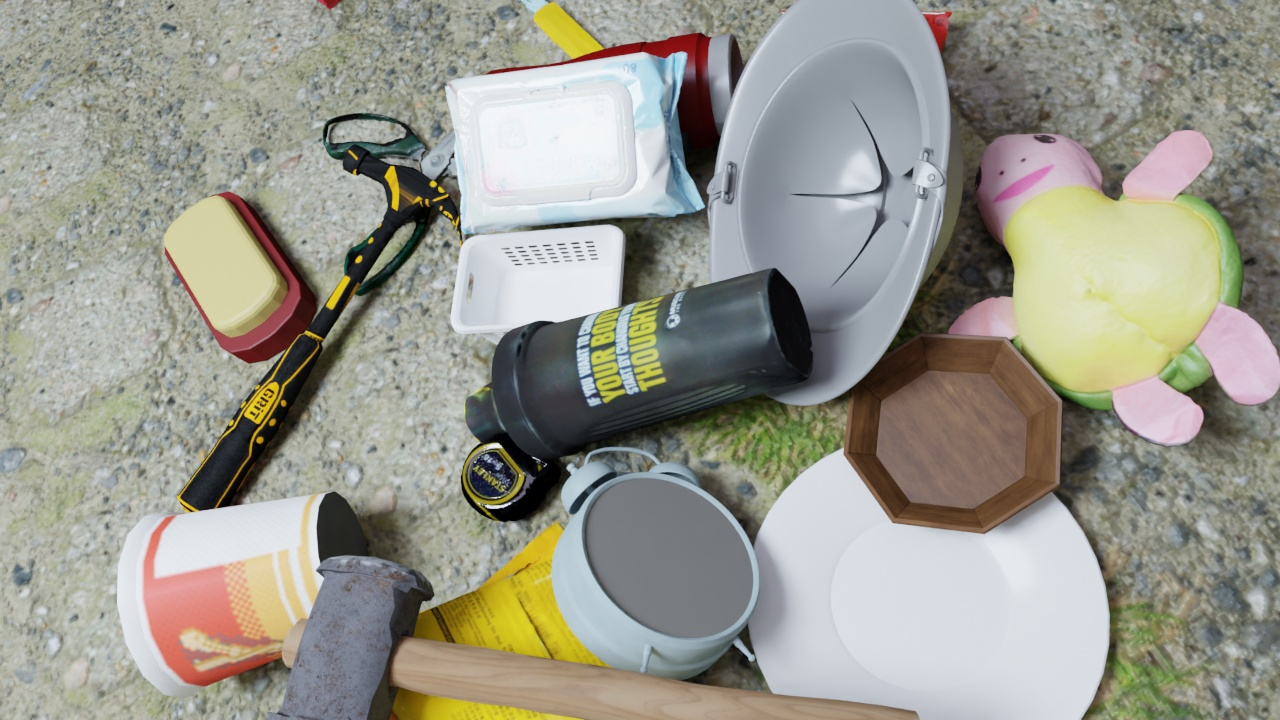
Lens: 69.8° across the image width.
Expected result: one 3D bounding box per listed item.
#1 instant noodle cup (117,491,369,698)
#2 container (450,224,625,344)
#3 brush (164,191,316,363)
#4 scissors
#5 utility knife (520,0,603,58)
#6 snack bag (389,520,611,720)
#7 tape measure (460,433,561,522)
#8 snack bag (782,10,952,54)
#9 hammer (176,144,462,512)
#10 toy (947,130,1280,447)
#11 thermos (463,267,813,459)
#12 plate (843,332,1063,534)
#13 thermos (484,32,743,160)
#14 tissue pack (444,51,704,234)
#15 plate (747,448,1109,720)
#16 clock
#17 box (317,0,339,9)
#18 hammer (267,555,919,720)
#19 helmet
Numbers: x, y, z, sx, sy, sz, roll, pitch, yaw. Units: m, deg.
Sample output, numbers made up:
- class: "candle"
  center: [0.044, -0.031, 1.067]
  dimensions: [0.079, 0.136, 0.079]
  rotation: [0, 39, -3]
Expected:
- class: "instant noodle cup"
  center: [-0.258, 0.149, 0.622]
  dimensions: [0.121, 0.123, 0.123]
  rotation: [-15, 64, 0]
- class: "container"
  center: [-0.070, -0.051, 0.690]
  dimensions: [0.129, 0.049, 0.080]
  rotation: [-2, 67, 14]
- class: "brush"
  center: [-0.348, -0.077, 0.781]
  dimensions: [0.082, 0.042, 0.173]
  rotation: [-40, 63, -4]
- class: "scissors"
  center: [-0.219, -0.164, 0.800]
  dimensions: [0.204, 0.015, 0.201]
  rotation: [35, 81, 27]
- class: "utility knife"
  center: [-0.067, -0.294, 0.811]
  dimensions: [0.030, 0.019, 0.224]
  rotation: [-37, 68, -8]
- class: "snack bag"
  center: [-0.052, 0.222, 0.526]
  dimensions: [0.159, 0.068, 0.247]
  rotation: [-23, 60, -25]
- class: "tape measure"
  center: [-0.095, 0.083, 0.648]
  dimensions: [0.062, 0.034, 0.061]
  rotation: [38, 78, 26]
- class: "snack bag"
  center: [0.161, -0.201, 0.697]
  dimensions: [0.131, 0.039, 0.144]
  rotation: [7, 76, 17]
- class: "hammer"
  center: [-0.256, -0.016, 0.725]
  dimensions: [0.123, 0.036, 0.320]
  rotation: [30, 80, 0]
- class: "toy"
  center: [0.282, -0.054, 0.569]
  dimensions: [0.191, 0.087, 0.238]
  rotation: [-53, 45, 32]
- class: "thermos"
  center: [-0.004, 0.004, 0.598]
  dimensions: [0.221, 0.098, 0.098]
  rotation: [-16, 63, 27]
- class: "plate"
  center: [0.191, 0.046, 0.568]
  dimensions: [0.131, 0.025, 0.131]
  rotation: [-6, 68, 16]
- class: "thermos"
  center: [-0.021, -0.192, 0.718]
  dimensions: [0.199, 0.084, 0.108]
  rotation: [-3, 66, 16]
- class: "tissue pack"
  center: [-0.048, -0.153, 0.658]
  dimensions: [0.182, 0.069, 0.112]
  rotation: [-2, 98, 18]
- class: "plate"
  center: [0.169, 0.146, 0.559]
  dimensions: [0.209, 0.015, 0.208]
  rotation: [-6, 66, 13]
- class: "clock"
  center: [0.007, 0.117, 0.563]
  dimensions: [0.122, 0.045, 0.159]
  rotation: [3, 47, -28]
- class: "box"
  center: [-0.211, -0.420, 0.789]
  dimensions: [0.214, 0.171, 0.479]
  rotation: [-47, 26, -7]
- class: "hammer"
  center: [-0.027, 0.169, 0.468]
  dimensions: [0.328, 0.052, 0.097]
  rotation: [6, 63, 9]
- class: "helmet"
  center: [0.149, -0.104, 0.620]
  dimensions: [0.184, 0.117, 0.271]
  rotation: [10, 95, 48]
